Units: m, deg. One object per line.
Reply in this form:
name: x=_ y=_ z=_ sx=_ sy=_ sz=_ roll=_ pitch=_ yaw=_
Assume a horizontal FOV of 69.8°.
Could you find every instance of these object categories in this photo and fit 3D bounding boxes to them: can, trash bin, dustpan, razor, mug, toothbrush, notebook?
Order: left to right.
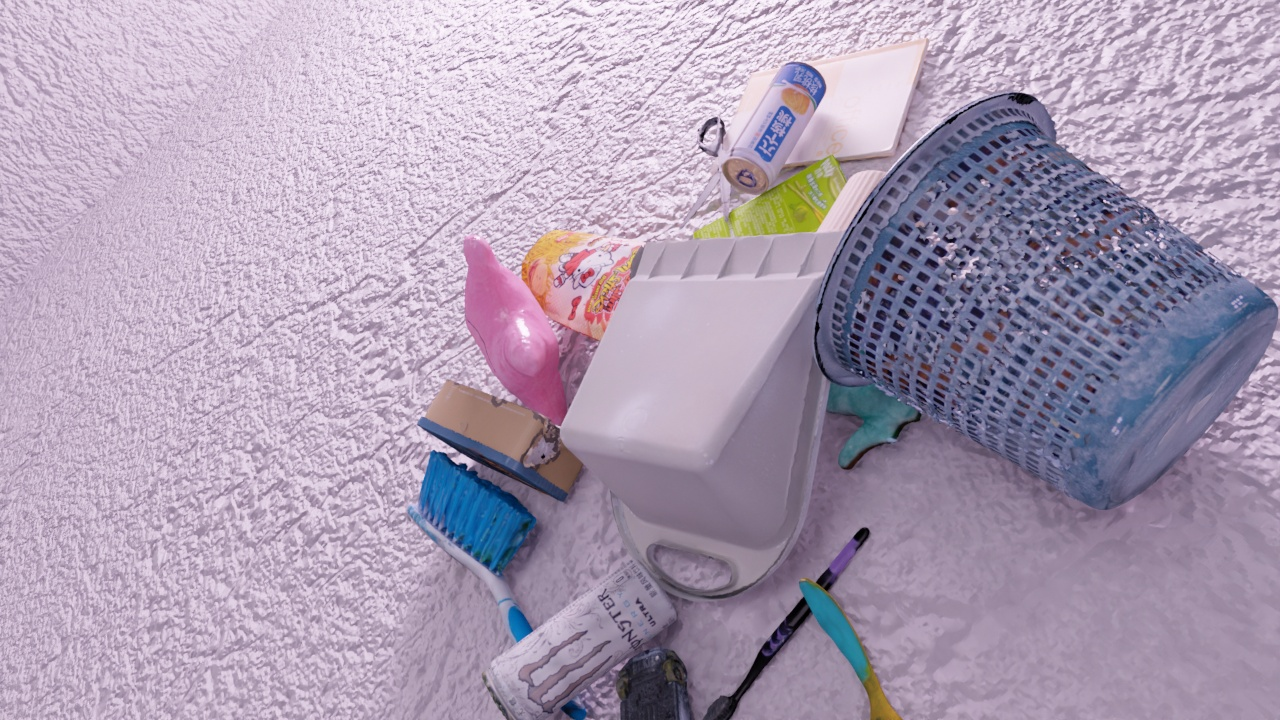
can: x=-0.045 y=0.216 z=0.699 sx=0.146 sy=0.058 sz=0.058 roll=-34 pitch=41 yaw=-11
dustpan: x=0.056 y=0.044 z=0.729 sx=0.223 sy=0.142 sz=0.257 roll=5 pitch=56 yaw=46
can: x=0.130 y=-0.227 z=0.895 sx=0.053 sy=0.053 sz=0.134 roll=10 pitch=60 yaw=42
toothbrush: x=0.103 y=0.192 z=0.657 sx=0.189 sy=0.017 sz=0.014 roll=-50 pitch=42 yaw=-6
notebook: x=0.179 y=-0.255 z=0.935 sx=0.207 sy=0.010 sz=0.145 roll=3 pitch=62 yaw=40
razor: x=0.139 y=0.201 z=0.611 sx=0.043 sy=0.028 sz=0.132 roll=-61 pitch=36 yaw=32
mug: x=0.178 y=-0.090 z=0.771 sx=0.105 sy=0.081 sz=0.115 roll=-58 pitch=14 yaw=-15
trash bin: x=0.254 y=-0.022 z=0.573 sx=0.226 sy=0.226 sz=0.195 roll=-46 pitch=55 yaw=1

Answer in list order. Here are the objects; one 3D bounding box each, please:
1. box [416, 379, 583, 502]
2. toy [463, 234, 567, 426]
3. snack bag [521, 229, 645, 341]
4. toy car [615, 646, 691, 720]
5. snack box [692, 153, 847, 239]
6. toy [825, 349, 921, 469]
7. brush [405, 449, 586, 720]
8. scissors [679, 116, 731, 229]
box: x=-0.137 y=0.073 z=0.884 sx=0.184 sy=0.090 sz=0.060 roll=12 pitch=68 yaw=46
toy: x=-0.123 y=-0.017 z=0.909 sx=0.074 sy=0.179 sz=0.194 roll=-25 pitch=75 yaw=-9
snack bag: x=-0.036 y=-0.076 z=0.912 sx=0.128 sy=0.073 sz=0.208 roll=-46 pitch=36 yaw=-16
toy car: x=0.013 y=0.266 z=0.657 sx=0.054 sy=0.037 sz=0.120 roll=-30 pitch=40 yaw=22
snack box: x=0.127 y=-0.125 z=0.867 sx=0.157 sy=0.026 sz=0.085 roll=-29 pitch=45 yaw=19
toy: x=0.173 y=0.036 z=0.709 sx=0.096 sy=0.030 sz=0.092 roll=-51 pitch=40 yaw=0
brush: x=-0.122 y=0.185 z=0.819 sx=0.315 sy=0.060 sz=0.109 roll=25 pitch=82 yaw=44
scissors: x=0.088 y=-0.205 z=0.943 sx=0.178 sy=0.014 sz=0.159 roll=-40 pitch=39 yaw=1
